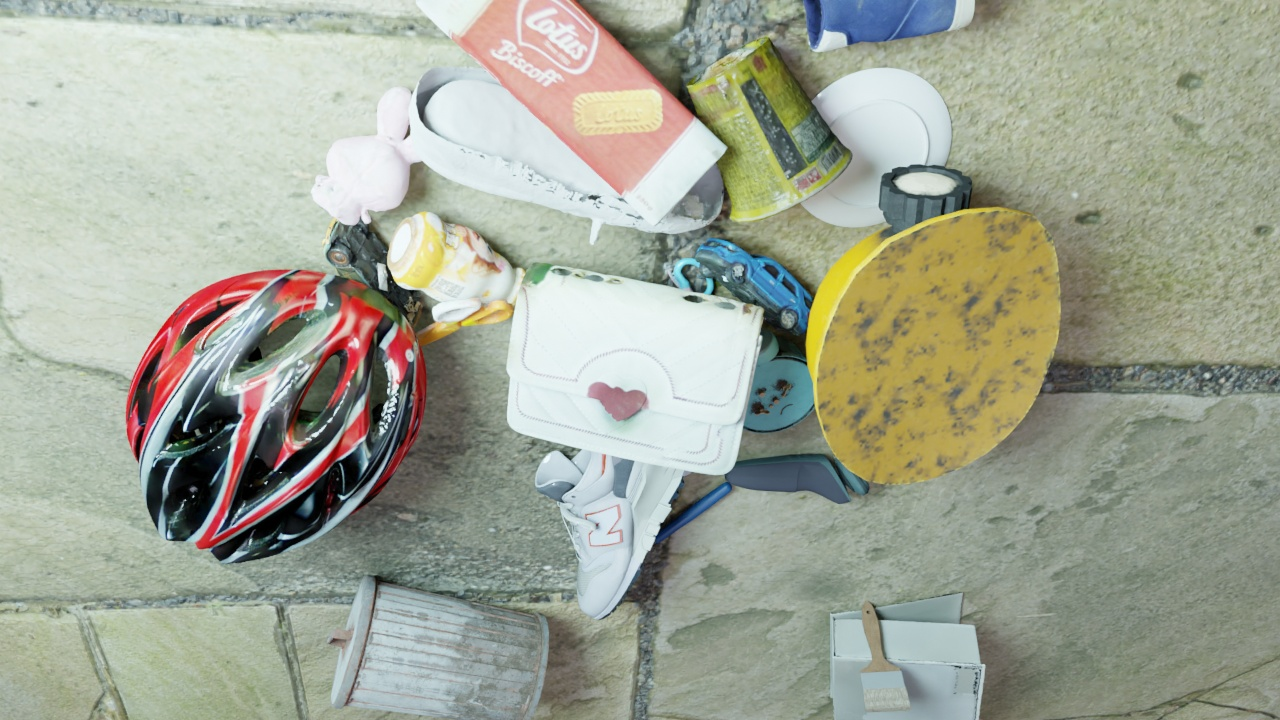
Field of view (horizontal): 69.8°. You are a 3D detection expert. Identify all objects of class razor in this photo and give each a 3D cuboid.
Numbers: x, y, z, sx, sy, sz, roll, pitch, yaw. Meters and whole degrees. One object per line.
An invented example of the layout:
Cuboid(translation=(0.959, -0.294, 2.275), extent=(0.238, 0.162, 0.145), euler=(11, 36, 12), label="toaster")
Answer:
Cuboid(translation=(0.155, 0.116, 0.915), extent=(0.143, 0.047, 0.052), euler=(0, 100, -3), label="razor")

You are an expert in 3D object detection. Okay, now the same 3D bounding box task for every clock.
Cuboid(translation=(0.105, 0.015, 0.826), extent=(0.124, 0.053, 0.090), euler=(31, 115, -29), label="clock")

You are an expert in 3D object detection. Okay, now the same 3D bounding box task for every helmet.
Cuboid(translation=(0.219, -0.033, 0.760), extent=(0.205, 0.131, 0.256), euler=(-11, 125, -10), label="helmet")
Cuboid(translation=(-0.292, 0.047, 0.739), extent=(0.217, 0.166, 0.273), euler=(31, 119, -27), label="helmet")

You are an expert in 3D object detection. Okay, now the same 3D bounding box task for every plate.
Cuboid(translation=(0.185, -0.166, 0.738), extent=(0.134, 0.011, 0.135), euler=(-3, 125, -4), label="plate")

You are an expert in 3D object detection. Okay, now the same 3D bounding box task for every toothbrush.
Cuboid(translation=(0.030, 0.177, 0.957), extent=(0.168, 0.014, 0.014), euler=(-39, 86, 17), label="toothbrush")

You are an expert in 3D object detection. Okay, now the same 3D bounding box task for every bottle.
Cuboid(translation=(-0.145, -0.075, 0.738), extent=(0.108, 0.063, 0.063), euler=(20, 121, -36), label="bottle")

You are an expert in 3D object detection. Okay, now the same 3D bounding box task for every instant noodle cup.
Cuboid(translation=(0.088, -0.172, 0.679), extent=(0.102, 0.102, 0.108), euler=(-28, 111, 13), label="instant noodle cup")

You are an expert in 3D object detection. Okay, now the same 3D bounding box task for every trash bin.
Cuboid(translation=(-0.215, 0.305, 0.954), extent=(0.211, 0.130, 0.131), euler=(16, 121, -18), label="trash bin")

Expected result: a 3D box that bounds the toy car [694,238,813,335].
Cuboid(translation=(0.098, -0.065, 0.776), extent=(0.120, 0.056, 0.043), euler=(34, 85, -30), label="toy car")

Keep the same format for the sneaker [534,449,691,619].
Cuboid(translation=(-0.045, 0.138, 0.889), extent=(0.124, 0.088, 0.240), euler=(21, 111, -14), label="sneaker")

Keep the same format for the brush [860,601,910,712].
Cuboid(translation=(0.259, 0.320, 1.002), extent=(0.045, 0.142, 0.008), euler=(-5, 124, 8), label="brush")

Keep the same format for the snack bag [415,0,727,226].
Cuboid(translation=(-0.045, -0.195, 0.631), extent=(0.225, 0.041, 0.077), euler=(42, 96, -11), label="snack bag")

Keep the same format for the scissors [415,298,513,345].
Cuboid(translation=(-0.163, -0.030, 0.759), extent=(0.131, 0.013, 0.070), euler=(-18, 164, 40), label="scissors")

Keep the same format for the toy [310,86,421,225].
Cuboid(translation=(-0.196, -0.150, 0.691), extent=(0.110, 0.047, 0.063), euler=(-43, 110, 2), label="toy")

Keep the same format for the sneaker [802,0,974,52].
Cuboid(translation=(0.142, -0.312, 0.592), extent=(0.118, 0.091, 0.233), euler=(-14, 133, 7), label="sneaker")

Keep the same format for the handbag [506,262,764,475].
Cuboid(translation=(-0.004, 0.004, 0.755), extent=(0.198, 0.096, 0.142), euler=(11, 113, 9), label="handbag")

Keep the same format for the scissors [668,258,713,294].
Cuboid(translation=(0.036, -0.027, 0.820), extent=(0.135, 0.015, 0.135), euler=(-19, 122, 7), label="scissors")

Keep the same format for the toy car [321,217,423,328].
Cuboid(translation=(-0.225, -0.067, 0.743), extent=(0.047, 0.047, 0.112), euler=(-14, 130, 23), label="toy car")

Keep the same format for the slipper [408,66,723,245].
Cuboid(translation=(-0.051, -0.148, 0.687), extent=(0.246, 0.075, 0.112), euler=(11, 87, -20), label="slipper")

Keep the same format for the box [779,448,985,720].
Cuboid(translation=(0.293, 0.291, 1.192), extent=(0.172, 0.403, 0.169), euler=(-9, 126, 0), label="box")
